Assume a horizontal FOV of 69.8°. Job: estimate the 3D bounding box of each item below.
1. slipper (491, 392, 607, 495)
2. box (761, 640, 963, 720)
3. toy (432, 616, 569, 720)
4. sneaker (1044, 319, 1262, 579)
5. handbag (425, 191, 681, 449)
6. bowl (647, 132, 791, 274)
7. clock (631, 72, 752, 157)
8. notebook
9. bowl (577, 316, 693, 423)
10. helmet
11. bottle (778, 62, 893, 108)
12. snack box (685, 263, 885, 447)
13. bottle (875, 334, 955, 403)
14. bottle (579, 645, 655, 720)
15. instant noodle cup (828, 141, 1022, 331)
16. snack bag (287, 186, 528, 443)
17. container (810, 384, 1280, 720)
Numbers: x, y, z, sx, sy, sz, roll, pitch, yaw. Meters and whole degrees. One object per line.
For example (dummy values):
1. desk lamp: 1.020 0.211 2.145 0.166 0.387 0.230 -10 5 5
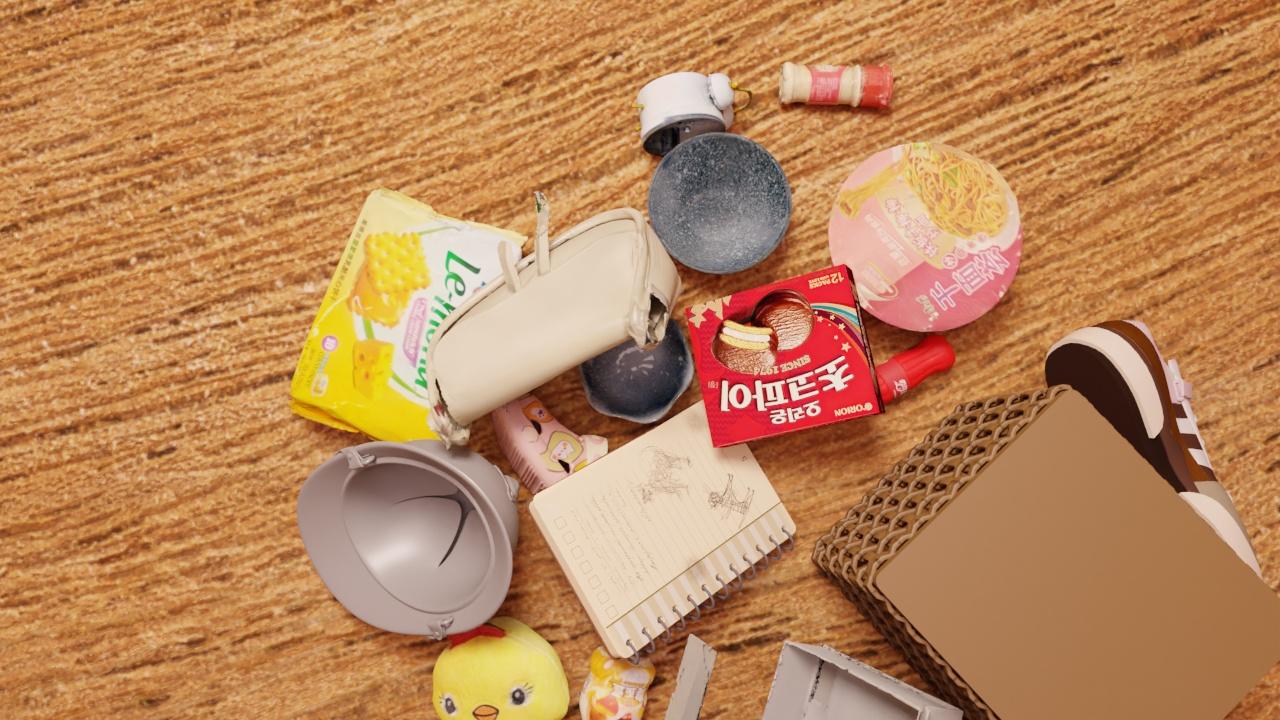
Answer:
1. slipper: -0.063 0.105 0.865 0.081 0.093 0.197 -35 87 -22
2. box: 0.154 0.334 0.707 0.165 0.330 0.167 15 84 15
3. toy: -0.119 0.322 0.839 0.134 0.092 0.207 -11 93 21
4. sneaker: 0.495 0.091 0.857 0.116 0.112 0.293 -27 85 -22
5. handbag: -0.085 -0.045 0.779 0.229 0.183 0.132 -29 118 8
6. bowl: 0.075 -0.146 0.893 0.137 0.057 0.137 0 85 0
7. clock: 0.052 -0.240 0.891 0.117 0.083 0.057 -12 78 0
8. notebook: 0.029 0.147 0.832 0.224 0.024 0.167 -27 84 -31
9. bowl: -0.005 0.005 0.881 0.110 0.055 0.110 0 85 0
10. helmet: -0.182 0.139 0.822 0.272 0.117 0.183 -18 99 38
11. bottle: 0.193 -0.274 0.911 0.109 0.044 0.044 3 85 2
12. snack box: 0.129 -0.001 0.834 0.152 0.035 0.132 -15 80 22
13. bottle: 0.244 0.017 0.887 0.119 0.036 0.036 -29 85 -2
14. bottle: -0.027 0.320 0.850 0.063 0.063 0.108 16 85 2
15. instant noodle cup: 0.262 -0.110 0.879 0.178 0.078 0.178 0 83 1
16. snack bag: -0.221 -0.032 0.880 0.159 0.068 0.247 22 85 -1
17. container: 0.324 0.189 0.771 0.219 0.214 0.251 -43 86 -5
